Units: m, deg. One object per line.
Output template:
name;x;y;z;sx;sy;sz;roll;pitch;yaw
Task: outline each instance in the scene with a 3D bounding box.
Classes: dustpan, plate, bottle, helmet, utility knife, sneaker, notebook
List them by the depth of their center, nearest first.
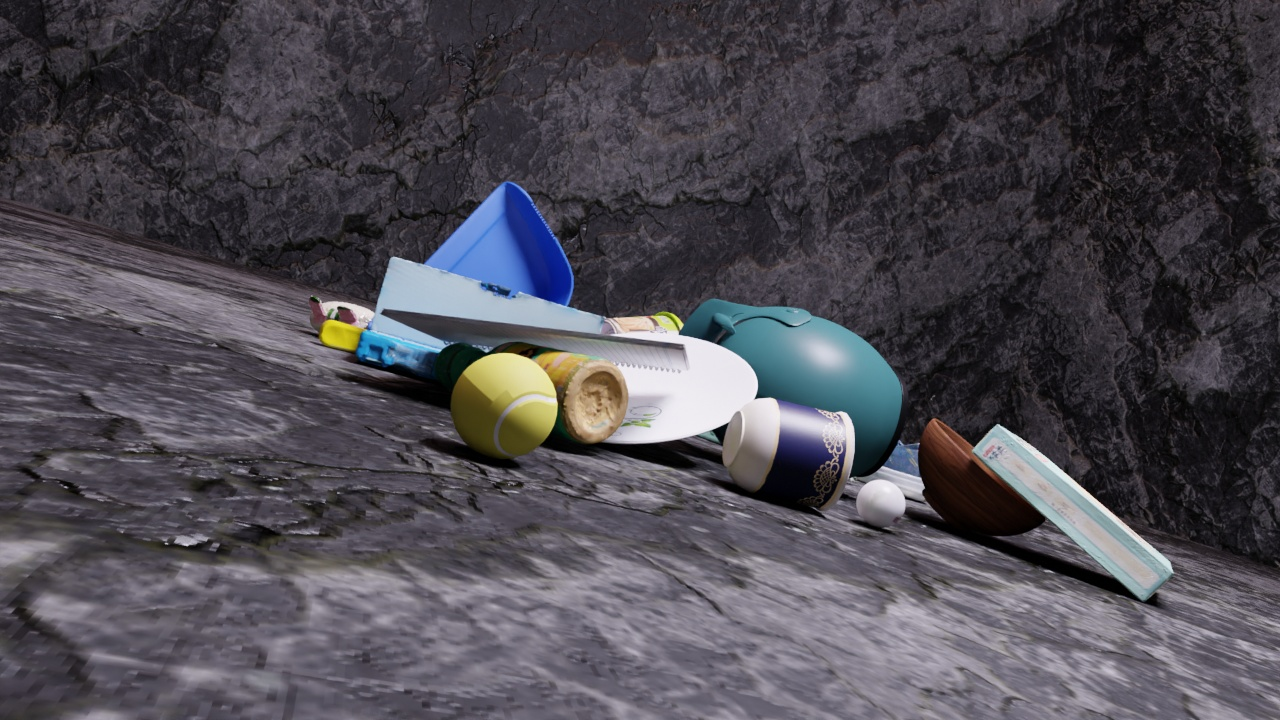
bottle;-0.102;0.019;0.771;0.068;0.068;0.210;15;-3;-44
notebook;-0.080;-0.016;0.809;0.246;0.013;0.178;7;-5;5
plate;-0.003;0.033;0.881;0.229;0.030;0.229;-2;25;1
utility knife;-0.264;-0.010;1.005;0.172;0.029;0.020;17;6;-28
helmet;0.148;0.025;1.013;0.200;0.176;0.275;17;10;-20
dustpan;-0.147;-0.040;1.108;0.257;0.245;0.060;49;-21;-27
sneaker;0.318;0.128;1.269;0.087;0.079;0.236;15;1;-28

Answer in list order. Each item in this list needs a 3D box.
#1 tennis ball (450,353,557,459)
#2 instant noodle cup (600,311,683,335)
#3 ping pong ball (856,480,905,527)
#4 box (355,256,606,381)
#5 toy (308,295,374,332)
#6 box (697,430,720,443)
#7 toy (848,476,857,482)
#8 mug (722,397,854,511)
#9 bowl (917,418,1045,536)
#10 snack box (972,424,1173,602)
tennis ball;-0.084;0.028;0.567;0.065;0.065;0.065;16;1;0
instant noodle cup;-0.007;0.007;1.178;0.097;0.146;0.146;4;6;-25
ping pong ball;0.204;0.122;0.778;0.040;0.040;0.040;16;1;0
box;-0.158;-0.024;0.953;0.243;0.115;0.094;16;0;-13
toy;-0.340;-0.045;1.069;0.087;0.050;0.112;11;-14;7
box;0.165;0.078;1.250;0.188;0.093;0.077;16;0;-41
toy;0.213;0.122;1.157;0.108;0.041;0.096;9;5;-23
mug;0.117;0.076;0.783;0.089;0.085;0.112;14;-4;-10
bowl;0.337;0.135;0.952;0.147;0.069;0.147;38;14;-11
snack box;0.419;0.145;0.892;0.193;0.044;0.141;46;14;26
